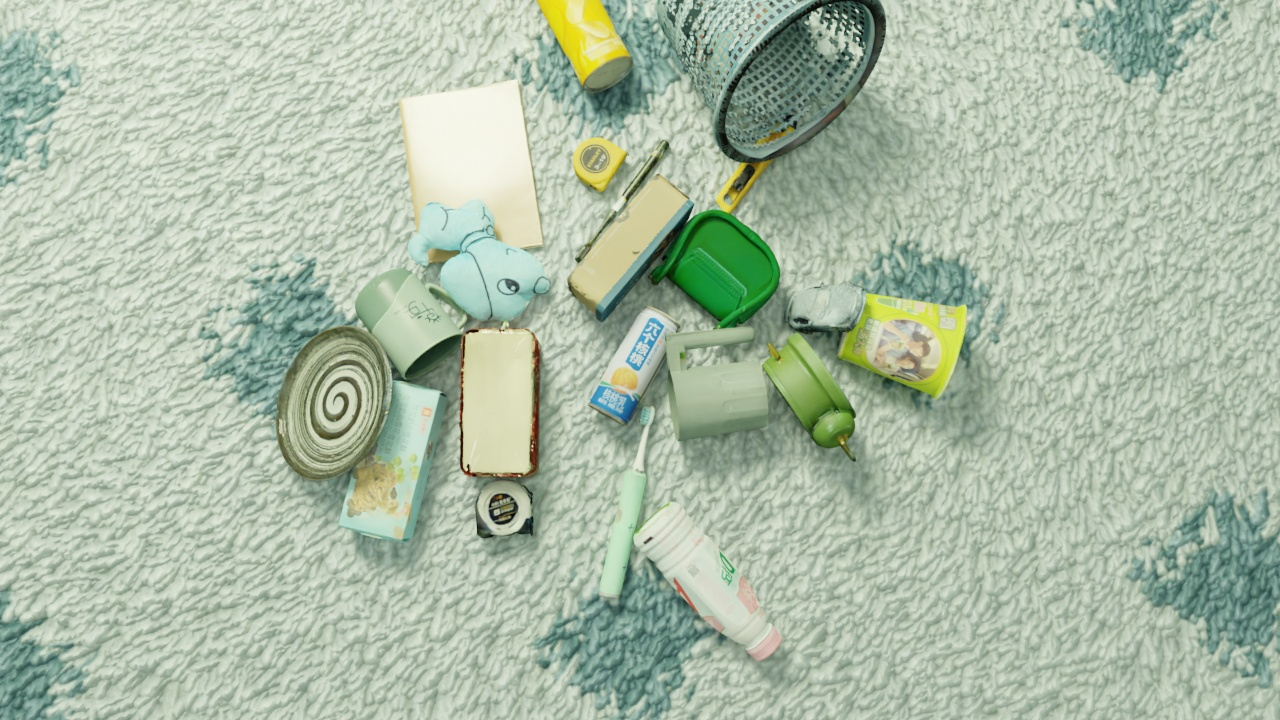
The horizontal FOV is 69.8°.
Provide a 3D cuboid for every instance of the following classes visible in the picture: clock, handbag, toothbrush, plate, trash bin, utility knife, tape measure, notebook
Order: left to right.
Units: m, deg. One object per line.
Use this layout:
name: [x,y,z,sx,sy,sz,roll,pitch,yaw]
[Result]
plate: [-0.342,0.048,1.036,0.180,0.024,0.179,-9,73,29]
notebook: [-0.206,-0.229,1.110,0.149,0.012,0.211,-9,83,-1]
tape measure: [-0.155,0.169,1.048,0.066,0.033,0.066,-2,85,-3]
tape measure: [-0.052,-0.238,1.105,0.057,0.029,0.060,32,83,2]
toothbrush: [-0.020,-0.192,1.106,0.012,0.017,0.185,39,82,-27]
toothbrush: [-0.012,0.161,1.055,0.027,0.026,0.224,18,81,-31]
handbag: [0.090,-0.103,1.068,0.131,0.068,0.120,40,90,0]
utility knife: [0.125,-0.216,1.113,0.033,0.015,0.215,36,84,5]
trash bin: [0.129,-0.374,1.042,0.226,0.227,0.195,-32,66,-5]
clock: [0.197,0.045,1.032,0.056,0.116,0.161,-35,81,6]

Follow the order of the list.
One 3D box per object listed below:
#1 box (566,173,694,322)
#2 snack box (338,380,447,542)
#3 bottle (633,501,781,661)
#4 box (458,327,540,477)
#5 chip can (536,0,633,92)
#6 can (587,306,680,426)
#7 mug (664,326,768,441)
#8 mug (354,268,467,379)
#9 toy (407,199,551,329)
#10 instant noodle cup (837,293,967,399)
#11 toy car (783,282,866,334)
box: [-0.016,-0.125,1.062,0.061,0.090,0.184,37,86,3]
snack box: [-0.279,0.113,1.043,0.074,0.051,0.174,13,83,2]
bottle: [0.078,0.251,1.027,0.068,0.068,0.197,-41,89,-6]
box: [-0.157,0.048,1.042,0.091,0.077,0.168,0,83,-1]
chip can: [-0.087,-0.434,1.110,0.072,0.072,0.213,-28,85,-5]
can: [-0.006,0.006,1.062,0.053,0.053,0.134,29,83,3]
mug: [0.085,0.025,1.041,0.103,0.083,0.124,-6,100,-4]
mug: [-0.257,-0.050,1.056,0.111,0.082,0.106,-32,79,-38]
toy: [-0.187,-0.110,1.071,0.161,0.050,0.156,-5,93,-6]
instant noodle cup: [0.295,-0.026,1.051,0.123,0.112,0.111,17,82,9]
toy car: [0.208,-0.060,1.045,0.036,0.121,0.054,23,81,-25]
